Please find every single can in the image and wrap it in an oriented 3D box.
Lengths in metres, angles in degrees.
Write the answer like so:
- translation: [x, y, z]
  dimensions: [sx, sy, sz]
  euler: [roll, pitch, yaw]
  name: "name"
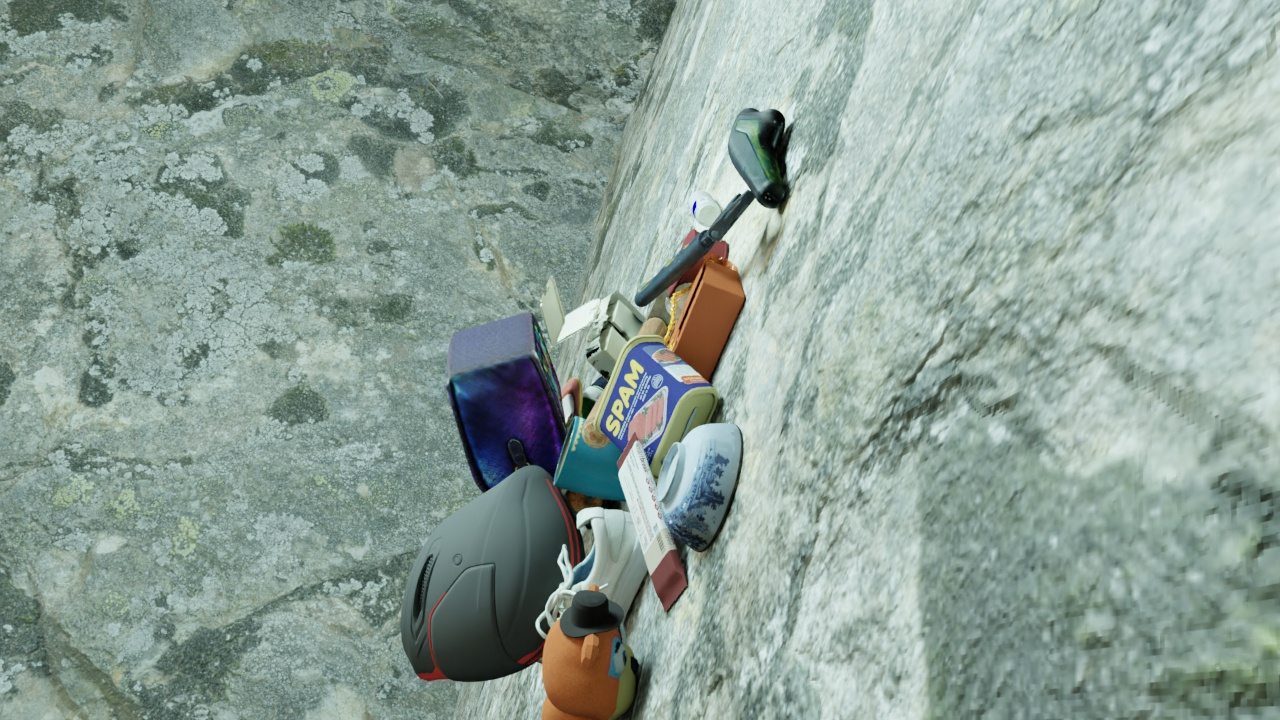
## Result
- translation: [0.015, 0.048, 0.891]
  dimensions: [0.092, 0.056, 0.116]
  euler: [42, 121, 38]
  name: "can"
- translation: [0.082, -0.195, 1.176]
  dimensions: [0.095, 0.032, 0.032]
  euler: [-98, 27, -71]
  name: "can"

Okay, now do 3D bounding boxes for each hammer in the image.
- translation: [-0.006, 0.006, 1.084]
  dimensions: [0.299, 0.037, 0.158]
  euler: [-61, -4, -57]
  name: "hammer"

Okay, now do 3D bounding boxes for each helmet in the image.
- translation: [-0.150, 0.249, 1.043]
  dimensions: [0.164, 0.170, 0.264]
  euler: [35, -114, -57]
  name: "helmet"

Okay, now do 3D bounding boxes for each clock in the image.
- translation: [-0.071, 0.166, 1.266]
  dimensions: [0.158, 0.073, 0.121]
  euler: [138, 146, -64]
  name: "clock"
- translation: [0.063, -0.095, 1.055]
  dimensions: [0.087, 0.044, 0.124]
  euler: [148, 139, -77]
  name: "clock"

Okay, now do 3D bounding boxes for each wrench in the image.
- translation: [0.052, -0.110, 0.957]
  dimensions: [0.073, 0.022, 0.274]
  euler: [-51, 6, -29]
  name: "wrench"

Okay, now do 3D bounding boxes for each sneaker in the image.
- translation: [-0.061, 0.259, 0.962]
  dimensions: [0.089, 0.090, 0.242]
  euler: [-100, 29, -70]
  name: "sneaker"
- translation: [-0.059, 0.085, 1.384]
  dimensions: [0.078, 0.084, 0.236]
  euler: [-49, -6, -28]
  name: "sneaker"

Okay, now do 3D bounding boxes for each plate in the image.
- translation: [-0.114, 0.135, 1.269]
  dimensions: [0.230, 0.021, 0.230]
  euler: [-163, 91, -75]
  name: "plate"

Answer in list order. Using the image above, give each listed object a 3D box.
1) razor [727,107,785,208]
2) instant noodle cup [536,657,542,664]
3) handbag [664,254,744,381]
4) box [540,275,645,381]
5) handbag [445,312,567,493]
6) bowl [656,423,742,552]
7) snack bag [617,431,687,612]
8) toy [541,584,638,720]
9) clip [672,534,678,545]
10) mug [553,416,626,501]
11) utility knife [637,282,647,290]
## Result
- translation: [0.123, -0.202, 0.908]
  dimensions: [0.067, 0.054, 0.151]
  euler: [-45, 27, 27]
  name: "razor"
- translation: [-0.104, 0.315, 1.141]
  dimensions: [0.098, 0.097, 0.108]
  euler: [118, 160, -47]
  name: "instant noodle cup"
- translation: [0.047, -0.019, 0.966]
  dimensions: [0.108, 0.060, 0.172]
  euler: [-82, 13, -66]
  name: "handbag"
- translation: [-0.084, -0.037, 1.273]
  dimensions: [0.107, 0.193, 0.143]
  euler: [-31, 26, 29]
  name: "box"
- translation: [-0.161, 0.068, 1.181]
  dimensions: [0.204, 0.125, 0.222]
  euler: [-112, 7, -67]
  name: "handbag"
- translation: [0.043, 0.102, 0.778]
  dimensions: [0.114, 0.045, 0.114]
  euler: [-163, 91, -81]
  name: "bowl"
- translation: [0.009, 0.145, 0.835]
  dimensions: [0.057, 0.013, 0.157]
  euler: [-63, 38, 44]
  name: "snack bag"
- translation: [-0.050, 0.286, 0.834]
  dimensions: [0.112, 0.096, 0.176]
  euler: [-91, -7, -65]
  name: "toy"
- translation: [0.026, 0.172, 0.856]
  dimensions: [0.035, 0.013, 0.052]
  euler: [-123, 54, -77]
  name: "clip"
- translation: [-0.038, 0.114, 1.067]
  dimensions: [0.112, 0.104, 0.084]
  euler: [-95, 23, -74]
  name: "mug"
- translation: [0.028, -0.107, 1.192]
  dimensions: [0.022, 0.015, 0.151]
  euler: [-59, -13, 22]
  name: "utility knife"
